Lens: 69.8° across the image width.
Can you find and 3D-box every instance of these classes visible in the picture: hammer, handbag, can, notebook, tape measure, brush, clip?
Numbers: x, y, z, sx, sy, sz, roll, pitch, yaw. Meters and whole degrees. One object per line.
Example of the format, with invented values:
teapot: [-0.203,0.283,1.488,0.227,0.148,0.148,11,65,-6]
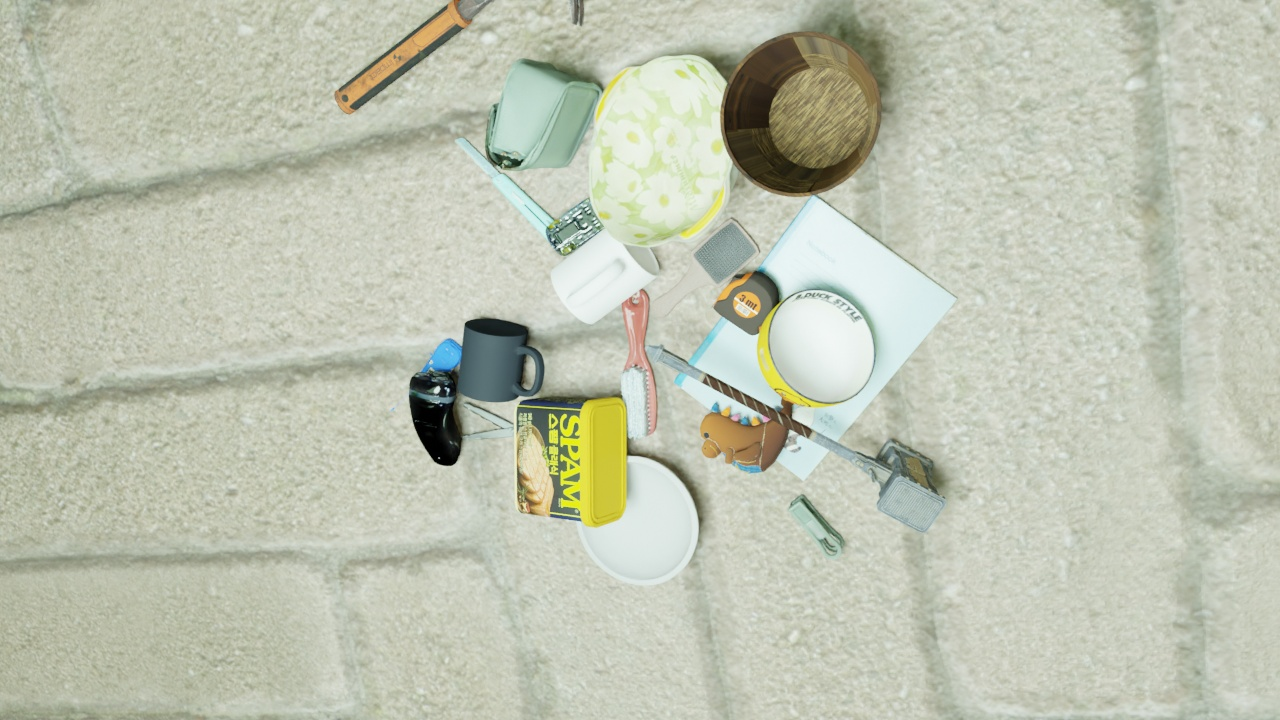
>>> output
hammer: [0.148,0.062,0.921,0.322,0.098,0.044,28,110,-1]
handbag: [-0.101,-0.245,0.929,0.067,0.121,0.106,29,110,8]
can: [-0.079,0.107,1.009,0.104,0.075,0.135,2,94,32]
notebook: [0.176,-0.019,0.964,0.181,0.009,0.254,37,111,5]
tape measure: [0.113,-0.063,0.948,0.058,0.038,0.059,34,124,7]
brush: [-0.006,0.006,1.015,0.041,0.030,0.172,2,104,16]
clip: [0.192,0.182,1.001,0.023,0.042,0.076,-41,90,23]
brush: [0.062,-0.091,0.977,0.136,0.015,0.050,-40,89,22]
hammer: [-0.201,-0.348,0.982,0.315,0.034,0.138,-28,94,22]

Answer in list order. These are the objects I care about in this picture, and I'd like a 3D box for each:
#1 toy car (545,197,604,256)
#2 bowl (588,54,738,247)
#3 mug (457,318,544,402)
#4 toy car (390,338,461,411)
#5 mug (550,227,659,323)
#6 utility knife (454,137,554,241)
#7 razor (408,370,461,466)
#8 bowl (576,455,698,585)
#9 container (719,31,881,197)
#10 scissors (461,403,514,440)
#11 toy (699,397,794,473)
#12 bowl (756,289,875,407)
toy car: [-0.060,-0.149,0.991,0.090,0.027,0.038,-32,91,8]
bowl: [0.034,-0.200,0.909,0.189,0.060,0.219,-49,55,26]
mug: [-0.153,0.004,1.032,0.105,0.071,0.077,18,108,26]
toy car: [-0.252,0.020,1.075,0.033,0.061,0.092,42,111,3]
mug: [-0.041,-0.087,0.958,0.091,0.110,0.074,-35,100,21]
utility knife: [-0.145,-0.188,1.016,0.165,0.015,0.022,45,89,4]
razor: [-0.236,0.068,1.077,0.053,0.063,0.141,13,137,11]
bowl: [0.002,0.178,1.046,0.150,0.043,0.149,4,99,23]
container: [0.154,-0.221,0.834,0.132,0.167,0.132,4,105,16]
scissors: [-0.134,0.076,1.080,0.141,0.014,0.158,46,111,-2]
toy: [0.114,0.068,0.982,0.090,0.070,0.103,27,89,22]
bowl: [0.167,-0.006,0.917,0.117,0.068,0.117,4,75,-16]
